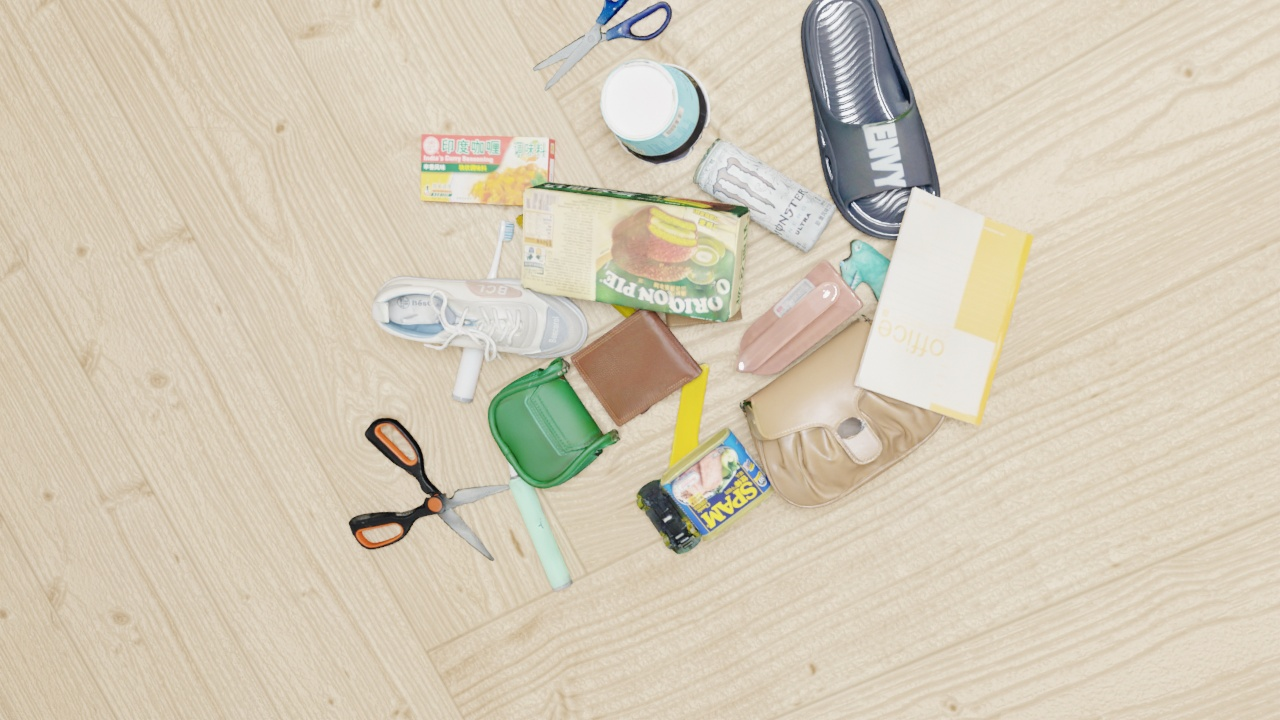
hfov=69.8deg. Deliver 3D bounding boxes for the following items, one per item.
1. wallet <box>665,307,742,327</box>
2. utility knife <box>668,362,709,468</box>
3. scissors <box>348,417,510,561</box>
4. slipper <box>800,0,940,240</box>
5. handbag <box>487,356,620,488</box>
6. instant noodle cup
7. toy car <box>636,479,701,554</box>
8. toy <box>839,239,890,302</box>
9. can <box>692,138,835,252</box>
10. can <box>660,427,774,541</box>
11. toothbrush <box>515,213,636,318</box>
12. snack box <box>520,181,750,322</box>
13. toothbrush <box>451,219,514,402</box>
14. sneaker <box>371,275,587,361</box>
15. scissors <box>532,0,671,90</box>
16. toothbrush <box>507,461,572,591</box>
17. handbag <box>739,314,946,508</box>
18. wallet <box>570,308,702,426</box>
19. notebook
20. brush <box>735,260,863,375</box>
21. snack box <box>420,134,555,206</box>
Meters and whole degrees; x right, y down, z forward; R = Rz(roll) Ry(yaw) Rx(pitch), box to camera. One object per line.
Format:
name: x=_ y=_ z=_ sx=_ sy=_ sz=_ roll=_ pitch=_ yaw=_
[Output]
wallet: x=0.064 y=-0.097 z=1.013 sx=0.090 sy=0.033 sz=0.115 roll=-6 pitch=98 yaw=17
utility knife: x=0.056 y=0.076 z=1.048 sx=0.033 sy=0.015 sz=0.154 roll=10 pitch=100 yaw=4
scissors: x=-0.271 y=0.168 z=1.139 sx=0.235 sy=0.021 sz=0.221 roll=-25 pitch=97 yaw=16
slipper: x=0.225 y=-0.250 z=0.926 sx=0.111 sy=0.083 sz=0.268 roll=-16 pitch=93 yaw=17
handbag: x=-0.103 y=0.073 z=1.058 sx=0.120 sy=0.068 sz=0.131 roll=-35 pitch=89 yaw=15
instant noodle cup: x=0.009 y=-0.264 z=0.954 sx=0.111 sy=0.120 sz=0.111 roll=2 pitch=98 yaw=13
toy car: x=0.034 y=0.178 z=1.057 sx=0.043 sy=0.036 sz=0.091 roll=-35 pitch=90 yaw=17
toy: x=0.249 y=-0.085 z=0.972 sx=0.092 sy=0.030 sz=0.097 roll=41 pitch=112 yaw=10
can: x=0.131 y=-0.175 z=0.971 sx=0.147 sy=0.058 sz=0.058 roll=33 pitch=104 yaw=7
can: x=0.085 y=0.136 z=1.019 sx=0.102 sy=0.057 sz=0.083 roll=-39 pitch=94 yaw=8
toothbrush: x=-0.070 y=-0.104 z=1.051 sx=0.190 sy=0.016 sz=0.016 roll=42 pitch=106 yaw=5
snack box: x=-0.008 y=-0.119 z=0.978 sx=0.240 sy=0.063 sz=0.114 roll=10 pitch=110 yaw=17
toothbrush: x=-0.185 y=-0.057 z=1.081 sx=0.026 sy=0.027 sz=0.221 roll=9 pitch=103 yaw=-31
sneaker: x=-0.178 y=-0.048 z=1.022 sx=0.242 sy=0.090 sz=0.089 roll=7 pitch=103 yaw=-6
scissors: x=-0.049 y=-0.369 z=1.010 sx=0.171 sy=0.012 sz=0.140 roll=0 pitch=100 yaw=14
toothbrush: x=-0.135 y=0.171 z=1.102 sx=0.027 sy=0.026 sz=0.224 roll=-23 pitch=93 yaw=-24
handbag: x=0.212 y=0.059 z=0.964 sx=0.205 sy=0.099 sz=0.148 roll=-37 pitch=92 yaw=10
wallet: x=-0.006 y=0.006 z=1.036 sx=0.125 sy=0.032 sz=0.101 roll=-34 pitch=94 yaw=26
notebook: x=0.306 y=-0.052 z=0.919 sx=0.146 sy=0.010 sz=0.206 roll=18 pitch=87 yaw=-13
brush: x=0.160 y=-0.037 z=0.970 sx=0.146 sy=0.072 sz=0.063 roll=-42 pitch=82 yaw=25
snack box: x=-0.176 y=-0.218 z=1.054 sx=0.156 sy=0.027 sz=0.077 roll=5 pitch=98 yaw=13
